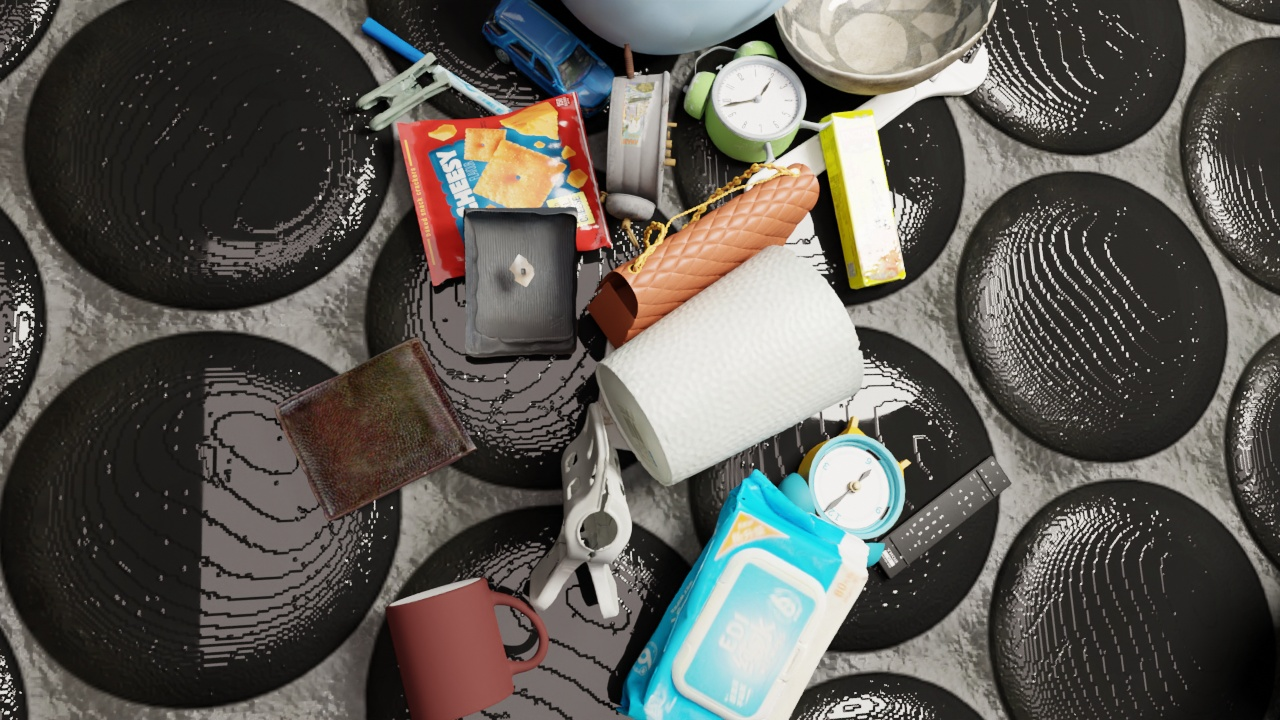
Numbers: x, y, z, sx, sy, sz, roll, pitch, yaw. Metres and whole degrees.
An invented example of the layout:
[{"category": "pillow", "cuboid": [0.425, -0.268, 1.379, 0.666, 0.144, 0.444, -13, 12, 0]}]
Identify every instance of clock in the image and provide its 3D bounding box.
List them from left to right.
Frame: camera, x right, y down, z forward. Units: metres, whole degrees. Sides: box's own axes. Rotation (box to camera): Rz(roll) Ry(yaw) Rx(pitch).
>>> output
[{"category": "clock", "cuboid": [-0.001, -0.162, 0.725, 0.056, 0.104, 0.147, 5, 85, 0]}, {"category": "clock", "cuboid": [0.091, -0.217, 0.774, 0.094, 0.043, 0.119, -33, 79, -13]}, {"category": "clock", "cuboid": [0.163, 0.114, 0.740, 0.099, 0.044, 0.129, 39, 69, -2]}]

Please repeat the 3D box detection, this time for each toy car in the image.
[{"category": "toy car", "cuboid": [-0.075, -0.250, 0.752, 0.120, 0.044, 0.056, 40, 74, -5]}]

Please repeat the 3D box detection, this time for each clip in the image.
[{"category": "clip", "cuboid": [-0.189, -0.213, 0.731, 0.076, 0.023, 0.045, -34, 93, -5]}, {"category": "clip", "cuboid": [-0.037, 0.114, 0.669, 0.075, 0.124, 0.144, 7, 104, -5]}]

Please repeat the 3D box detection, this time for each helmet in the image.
[{"category": "helmet", "cuboid": [0.053, -0.337, 0.703, 0.266, 0.225, 0.167, -25, 111, 16]}]

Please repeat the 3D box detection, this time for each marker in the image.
[{"category": "marker", "cuboid": [-0.163, -0.236, 0.750, 0.142, 0.013, 0.013, 32, 77, -5]}]

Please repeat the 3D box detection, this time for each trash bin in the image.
[{"category": "trash bin", "cuboid": [0.061, 0.009, 0.689, 0.161, 0.133, 0.133, -30, 87, -14]}]

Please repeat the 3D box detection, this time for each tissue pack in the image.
[{"category": "tissue pack", "cuboid": [0.079, 0.196, 0.682, 0.117, 0.066, 0.209, 29, 89, 0]}]

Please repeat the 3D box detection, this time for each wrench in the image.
[{"category": "wrench", "cuboid": [0.200, -0.212, 0.811, 0.273, 0.018, 0.066, -36, 89, -13]}]

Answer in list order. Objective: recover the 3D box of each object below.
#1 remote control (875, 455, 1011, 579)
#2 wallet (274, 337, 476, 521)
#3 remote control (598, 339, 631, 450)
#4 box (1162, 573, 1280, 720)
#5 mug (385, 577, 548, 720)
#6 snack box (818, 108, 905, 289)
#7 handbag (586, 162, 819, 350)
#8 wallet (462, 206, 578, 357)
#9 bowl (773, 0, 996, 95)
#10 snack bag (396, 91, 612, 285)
[{"category": "remote control", "cuboid": [0.252, 0.130, 0.769, 0.140, 0.009, 0.030, -33, 88, -14]}, {"category": "wallet", "cuboid": [-0.199, 0.051, 0.691, 0.120, 0.031, 0.099, -27, 84, -11]}, {"category": "remote control", "cuboid": [-0.004, 0.005, 0.741, 0.050, 0.011, 0.135, 10, 80, -9]}, {"category": "box", "cuboid": [0.601, 0.245, 0.751, 0.172, 0.380, 0.167, 36, 76, 14]}, {"category": "mug", "cuboid": [-0.120, 0.201, 0.656, 0.105, 0.073, 0.082, -15, 84, -9]}, {"category": "snack box", "cuboid": [0.188, -0.137, 0.780, 0.040, 0.029, 0.148, -12, 91, -13]}, {"category": "handbag", "cuboid": [0.045, -0.088, 0.705, 0.171, 0.109, 0.060, -33, 84, -19]}, {"category": "wallet", "cuboid": [-0.092, -0.062, 0.711, 0.089, 0.026, 0.115, -1, 106, -13]}, {"category": "bowl", "cuboid": [0.201, -0.290, 0.784, 0.178, 0.081, 0.178, -3, 67, 7]}, {"category": "snack bag", "cuboid": [-0.107, -0.138, 0.729, 0.144, 0.039, 0.130, -13, 89, -8]}]
